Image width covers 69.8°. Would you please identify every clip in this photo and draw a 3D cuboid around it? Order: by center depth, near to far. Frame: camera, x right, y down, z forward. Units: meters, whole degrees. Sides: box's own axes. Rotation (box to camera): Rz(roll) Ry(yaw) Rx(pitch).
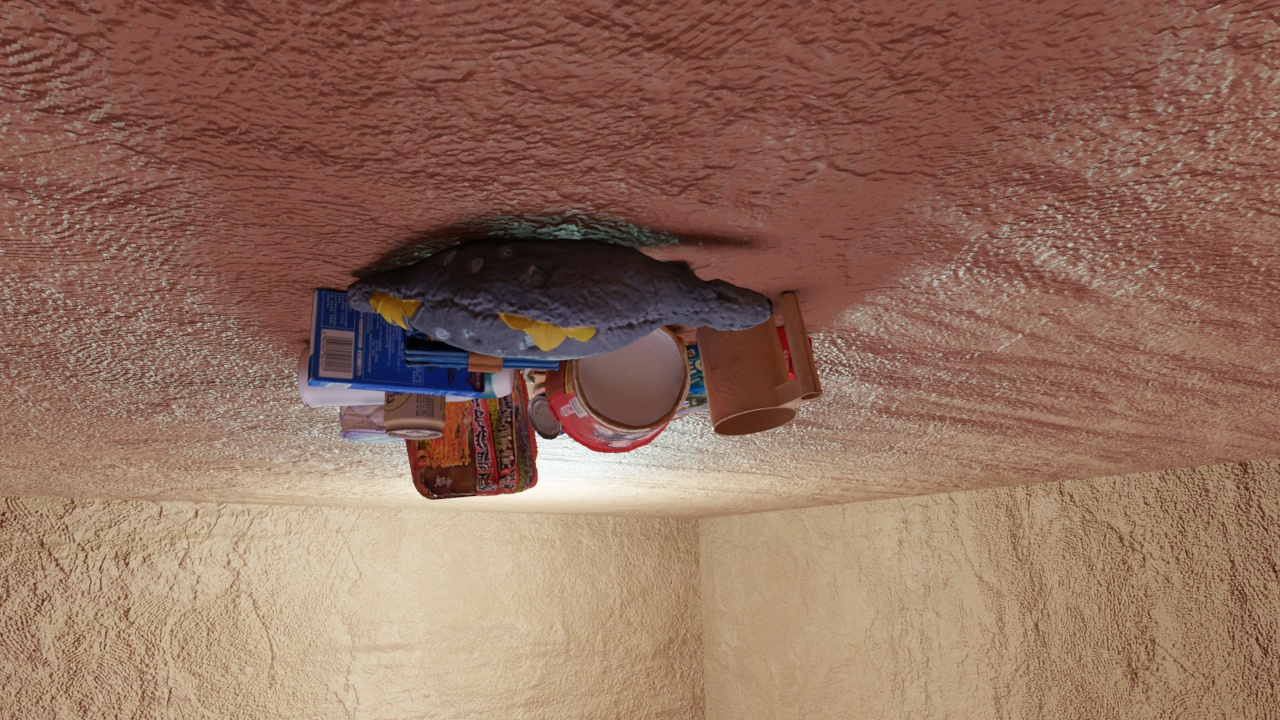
[{"bbox_3d":[-0.101,-0.005,1.002,0.092,0.035,0.103,4,158,-5],"label":"clip"},{"bbox_3d":[0.065,0.049,1.028,0.057,0.031,0.025,-3,164,2],"label":"clip"}]

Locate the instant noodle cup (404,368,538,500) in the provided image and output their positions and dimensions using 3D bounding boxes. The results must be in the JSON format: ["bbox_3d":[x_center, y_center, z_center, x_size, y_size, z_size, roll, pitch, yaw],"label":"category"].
[{"bbox_3d":[-0.196,0.078,1.091,0.189,0.164,0.079,-8,-178,28],"label":"instant noodle cup"}]

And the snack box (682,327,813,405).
[{"bbox_3d":[0.090,0.011,1.033,0.208,0.057,0.058,-11,161,35],"label":"snack box"}]

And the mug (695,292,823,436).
[{"bbox_3d":[0.113,0.005,0.875,0.084,0.103,0.125,7,154,-38],"label":"mug"}]

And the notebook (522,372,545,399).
[{"bbox_3d":[-0.069,0.040,1.234,0.207,0.008,0.148,4,165,-19],"label":"notebook"}]

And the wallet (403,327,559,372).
[{"bbox_3d":[-0.141,-0.025,0.808,0.133,0.040,0.106,1,-153,-16],"label":"wallet"}]

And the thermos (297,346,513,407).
[{"bbox_3d":[-0.248,0.013,0.988,0.224,0.073,0.073,-2,166,2],"label":"thermos"}]

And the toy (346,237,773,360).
[{"bbox_3d":[-0.077,-0.048,0.706,0.356,0.091,0.137,2,-175,7],"label":"toy"}]

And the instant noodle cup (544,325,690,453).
[{"bbox_3d":[-0.017,0.019,0.862,0.138,0.138,0.109,1,174,-11],"label":"instant noodle cup"}]

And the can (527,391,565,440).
[{"bbox_3d":[-0.064,0.044,1.054,0.053,0.053,0.134,-15,-173,45],"label":"can"}]

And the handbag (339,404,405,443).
[{"bbox_3d":[-0.293,0.071,1.206,0.193,0.075,0.134,3,171,-13],"label":"handbag"}]

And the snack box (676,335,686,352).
[{"bbox_3d":[-0.006,0.006,0.972,0.080,0.082,0.091,19,158,-22],"label":"snack box"}]

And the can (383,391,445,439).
[{"bbox_3d":[-0.219,0.016,0.896,0.058,0.116,0.058,-2,166,-1],"label":"can"}]

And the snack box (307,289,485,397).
[{"bbox_3d":[-0.220,-0.014,0.841,0.157,0.084,0.026,6,165,-26],"label":"snack box"}]

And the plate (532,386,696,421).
[{"bbox_3d":[-0.030,0.060,1.228,0.229,0.028,0.230,1,167,0],"label":"plate"}]
